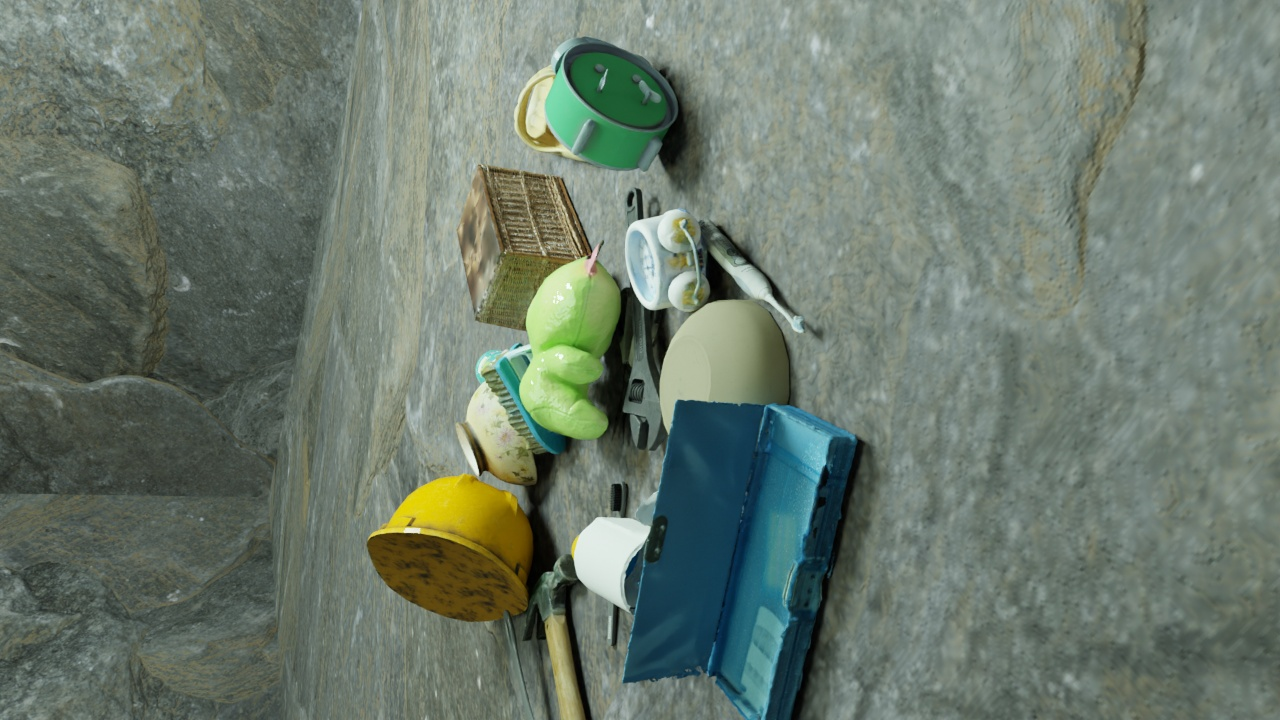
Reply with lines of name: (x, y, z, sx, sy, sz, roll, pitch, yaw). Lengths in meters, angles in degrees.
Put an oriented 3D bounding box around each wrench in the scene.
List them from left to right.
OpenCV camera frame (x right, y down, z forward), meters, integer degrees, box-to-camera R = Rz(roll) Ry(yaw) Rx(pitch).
wrench: (0.001, -0.045, 0.896, 0.073, 0.018, 0.272, -30, 59, 54)

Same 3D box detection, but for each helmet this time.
helmet: (-0.216, 0.216, 1.132, 0.256, 0.205, 0.131, -53, 13, 55)

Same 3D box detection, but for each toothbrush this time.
toothbrush: (-0.026, 0.207, 0.934, 0.013, 0.013, 0.167, 1, 89, 62)
toothbrush: (0.089, -0.069, 0.757, 0.185, 0.022, 0.024, -123, 28, -51)

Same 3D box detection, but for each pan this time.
pan: (-0.120, 0.442, 1.010, 0.217, 0.024, 0.354, 113, 145, -48)

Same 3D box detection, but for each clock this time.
clock: (-0.031, -0.268, 0.910, 0.076, 0.121, 0.161, -53, 37, 46)
clock: (0.029, -0.088, 0.817, 0.125, 0.052, 0.089, -165, 63, -69)

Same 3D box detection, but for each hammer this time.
hammer: (-0.070, 0.384, 0.967, 0.133, 0.033, 0.330, -52, 42, 43)

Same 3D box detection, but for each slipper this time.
slipper: (-0.105, -0.303, 1.102, 0.261, 0.079, 0.111, 40, 117, 56)

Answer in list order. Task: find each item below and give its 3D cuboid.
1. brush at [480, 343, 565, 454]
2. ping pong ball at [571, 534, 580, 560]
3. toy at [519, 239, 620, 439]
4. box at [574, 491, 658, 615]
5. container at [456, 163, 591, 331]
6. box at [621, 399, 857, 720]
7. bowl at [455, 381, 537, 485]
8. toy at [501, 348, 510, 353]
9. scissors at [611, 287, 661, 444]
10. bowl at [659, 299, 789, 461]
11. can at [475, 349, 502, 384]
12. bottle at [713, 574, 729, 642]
brush: (-0.116, 0.048, 1.049, 0.075, 0.055, 0.136, -15, 112, 31)
ping pong ball: (-0.051, 0.197, 0.951, 0.040, 0.040, 0.040, -18, 70, 60)
toy: (-0.074, -0.016, 0.950, 0.150, 0.107, 0.196, 155, 112, -82)
box: (0.004, 0.159, 0.818, 0.147, 0.084, 0.136, 10, 89, 60)
container: (-0.144, -0.136, 1.106, 0.114, 0.112, 0.198, -62, 34, 36)
box: (0.066, 0.149, 0.667, 0.094, 0.112, 0.232, 31, 112, 60)
bowl: (-0.186, 0.099, 1.136, 0.145, 0.063, 0.145, 51, 154, 37)
toy: (-0.134, 0.038, 1.118, 0.099, 0.052, 0.096, 16, 116, 37)
scissors: (-0.013, -0.002, 0.946, 0.165, 0.012, 0.150, -63, 34, 38)
bowl: (0.058, 0.022, 0.767, 0.153, 0.050, 0.152, -18, 70, 60)
can: (-0.176, 0.020, 1.198, 0.102, 0.054, 0.055, 21, 104, 61)
bottle: (0.051, 0.136, 0.734, 0.045, 0.045, 0.185, -146, 55, -59)
